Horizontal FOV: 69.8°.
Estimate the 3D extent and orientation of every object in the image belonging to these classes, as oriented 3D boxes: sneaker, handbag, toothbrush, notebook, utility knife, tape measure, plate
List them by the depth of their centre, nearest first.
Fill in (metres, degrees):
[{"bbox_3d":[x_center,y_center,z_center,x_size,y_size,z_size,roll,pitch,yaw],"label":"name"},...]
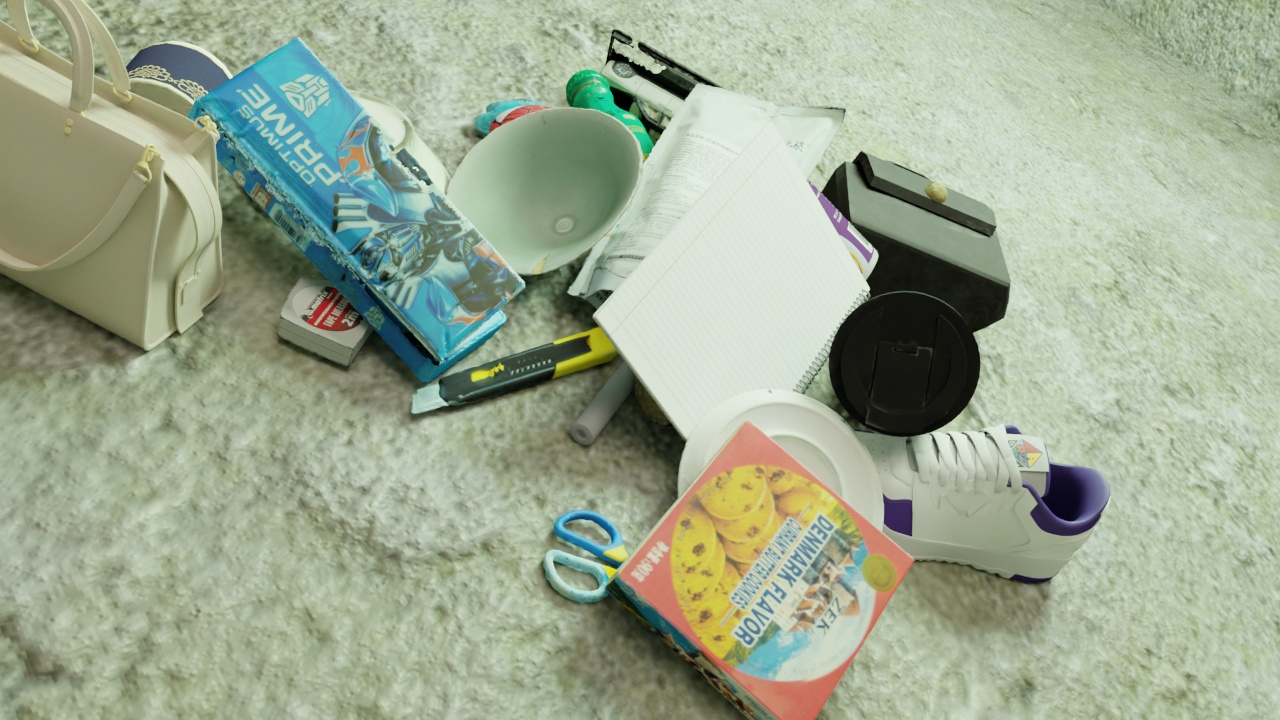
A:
[{"bbox_3d":[-0.339,-0.130,0.541,0.194,0.198,0.101,28,41,0],"label":"handbag"},{"bbox_3d":[-0.217,-0.028,0.640,0.062,0.020,0.060,23,36,-7],"label":"tape measure"},{"bbox_3d":[0.103,0.094,0.646,0.157,0.014,0.156,5,72,-14],"label":"plate"},{"bbox_3d":[-0.089,0.008,0.677,0.187,0.020,0.029,-20,58,-40],"label":"utility knife"},{"bbox_3d":[0.248,0.093,0.703,0.244,0.111,0.091,18,42,-12],"label":"sneaker"},{"bbox_3d":[0.084,-0.044,0.704,0.244,0.013,0.178,-50,116,-30],"label":"notebook"},{"bbox_3d":[-0.004,0.004,0.724,0.018,0.019,0.187,-5,29,31],"label":"toothbrush"},{"bbox_3d":[0.292,-0.149,0.980,0.197,0.103,0.198,20,42,-10],"label":"handbag"}]

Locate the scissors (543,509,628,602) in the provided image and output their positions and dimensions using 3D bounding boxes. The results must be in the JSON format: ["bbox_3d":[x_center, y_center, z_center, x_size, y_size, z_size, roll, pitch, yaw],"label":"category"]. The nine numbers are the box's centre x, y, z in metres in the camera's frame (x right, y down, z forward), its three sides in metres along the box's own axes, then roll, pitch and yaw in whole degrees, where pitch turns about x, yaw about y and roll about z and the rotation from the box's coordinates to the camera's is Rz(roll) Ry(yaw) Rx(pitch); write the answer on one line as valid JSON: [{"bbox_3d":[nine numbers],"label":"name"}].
[{"bbox_3d":[0.000,0.137,0.599,0.130,0.022,0.070,17,42,-6],"label":"scissors"}]

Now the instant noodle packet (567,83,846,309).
[{"bbox_3d":[0.059,-0.135,0.778,0.147,0.057,0.268,20,60,20],"label":"instant noodle packet"}]

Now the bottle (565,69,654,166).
[{"bbox_3d":[-0.025,-0.207,0.892,0.068,0.068,0.209,0,48,-29],"label":"bottle"}]

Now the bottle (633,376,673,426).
[{"bbox_3d":[0.066,0.006,0.734,0.160,0.056,0.056,-20,60,-41],"label":"bottle"}]

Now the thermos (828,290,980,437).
[{"bbox_3d":[0.216,-0.009,0.753,0.106,0.106,0.218,36,15,9],"label":"thermos"}]

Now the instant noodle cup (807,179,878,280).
[{"bbox_3d":[0.147,-0.102,0.853,0.122,0.122,0.136,37,32,-5],"label":"instant noodle cup"}]

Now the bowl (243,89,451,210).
[{"bbox_3d":[-0.233,-0.172,0.749,0.176,0.058,0.176,15,43,-15],"label":"bowl"}]

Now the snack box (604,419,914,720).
[{"bbox_3d":[0.077,0.136,0.582,0.145,0.040,0.142,40,61,6],"label":"snack box"}]

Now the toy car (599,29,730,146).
[{"bbox_3d":[0.031,-0.259,0.976,0.192,0.094,0.071,31,62,3],"label":"toy car"}]

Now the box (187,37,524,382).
[{"bbox_3d":[-0.191,-0.109,0.640,0.243,0.086,0.091,47,34,-1],"label":"box"}]

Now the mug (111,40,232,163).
[{"bbox_3d":[-0.360,-0.187,0.687,0.112,0.086,0.089,-12,42,8],"label":"mug"}]

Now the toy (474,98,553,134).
[{"bbox_3d":[-0.104,-0.217,0.867,0.092,0.062,0.133,0,37,-33],"label":"toy"}]

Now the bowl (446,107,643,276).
[{"bbox_3d":[-0.075,-0.130,0.780,0.174,0.068,0.174,-7,59,11],"label":"bowl"}]
